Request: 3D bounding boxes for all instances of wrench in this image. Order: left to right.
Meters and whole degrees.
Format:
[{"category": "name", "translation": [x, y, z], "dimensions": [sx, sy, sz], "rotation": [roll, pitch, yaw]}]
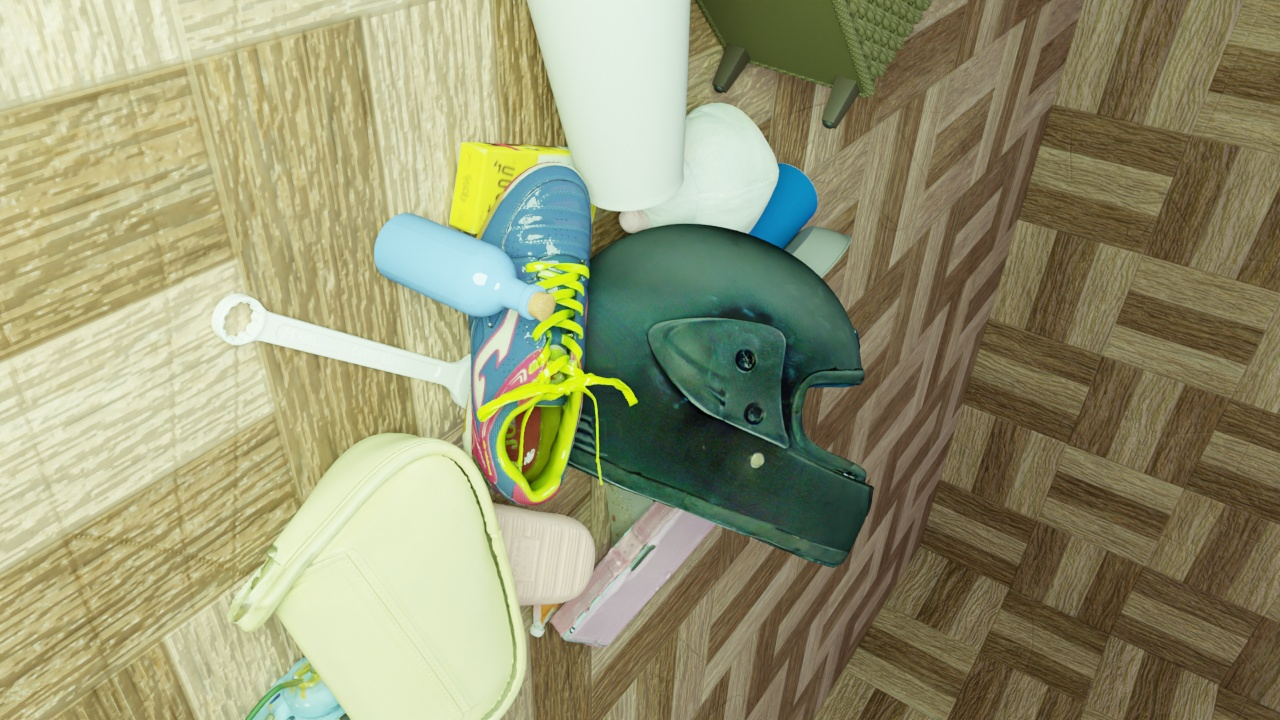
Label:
[{"category": "wrench", "translation": [-0.182, -0.003, 0.640], "dimensions": [0.273, 0.009, 0.047], "rotation": [22, 91, -63]}]

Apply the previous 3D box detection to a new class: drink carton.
[{"category": "drink carton", "translation": [-0.093, 0.238, 0.971], "dimensions": [0.069, 0.039, 0.122], "rotation": [-43, 151, -39]}]

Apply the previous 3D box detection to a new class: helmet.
[{"category": "helmet", "translation": [0.072, 0.014, 0.784], "dimensions": [0.249, 0.316, 0.236], "rotation": [170, -57, -84]}]

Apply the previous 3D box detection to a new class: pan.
[{"category": "pan", "translation": [0.167, -0.107, 1.094], "dimensions": [0.201, 0.051, 0.355], "rotation": [-39, -173, 24]}]

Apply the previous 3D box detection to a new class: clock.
[{"category": "clock", "translation": [-0.248, 0.280, 0.691], "dimensions": [0.118, 0.060, 0.162], "rotation": [-57, 148, -14]}]

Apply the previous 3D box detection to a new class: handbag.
[{"category": "handbag", "translation": [-0.171, 0.176, 0.657], "dimensions": [0.190, 0.089, 0.233], "rotation": [-35, 116, -27]}]

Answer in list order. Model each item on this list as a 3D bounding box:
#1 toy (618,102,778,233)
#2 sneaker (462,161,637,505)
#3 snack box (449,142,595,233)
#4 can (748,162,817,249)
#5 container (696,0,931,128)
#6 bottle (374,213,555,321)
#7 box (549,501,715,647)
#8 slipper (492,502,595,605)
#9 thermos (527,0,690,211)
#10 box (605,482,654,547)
[{"category": "toy", "translation": [0.050, -0.162, 0.850], "dimensions": [0.179, 0.101, 0.139], "rotation": [-20, 117, -33]}, {"category": "sneaker", "translation": [-0.063, -0.017, 0.646], "dimensions": [0.116, 0.091, 0.242], "rotation": [3, 100, -29]}, {"category": "snack box", "translation": [-0.082, -0.133, 0.701], "dimensions": [0.148, 0.026, 0.061], "rotation": [-17, 126, -56]}, {"category": "can", "translation": [0.131, -0.152, 1.012], "dimensions": [0.145, 0.079, 0.079], "rotation": [-47, 147, -34]}, {"category": "container", "translation": [0.120, -0.352, 0.738], "dimensions": [0.205, 0.176, 0.320], "rotation": [-62, 153, -1]}, {"category": "bottle", "translation": [-0.111, -0.055, 0.593], "dimensions": [0.047, 0.131, 0.048], "rotation": [-41, 143, -40]}, {"category": "box", "translation": [0.007, 0.214, 0.985], "dimensions": [0.233, 0.037, 0.098], "rotation": [-48, 140, 5]}, {"category": "slipper", "translation": [-0.131, 0.166, 0.793], "dimensions": [0.197, 0.082, 0.093], "rotation": [10, 82, -40]}, {"category": "thermos", "translation": [-0.017, -0.218, 0.629], "dimensions": [0.131, 0.132, 0.222], "rotation": [-47, 146, -33]}, {"category": "box", "translation": [0.005, 0.156, 1.026], "dimensions": [0.062, 0.081, 0.217], "rotation": [-31, 140, -25]}]
